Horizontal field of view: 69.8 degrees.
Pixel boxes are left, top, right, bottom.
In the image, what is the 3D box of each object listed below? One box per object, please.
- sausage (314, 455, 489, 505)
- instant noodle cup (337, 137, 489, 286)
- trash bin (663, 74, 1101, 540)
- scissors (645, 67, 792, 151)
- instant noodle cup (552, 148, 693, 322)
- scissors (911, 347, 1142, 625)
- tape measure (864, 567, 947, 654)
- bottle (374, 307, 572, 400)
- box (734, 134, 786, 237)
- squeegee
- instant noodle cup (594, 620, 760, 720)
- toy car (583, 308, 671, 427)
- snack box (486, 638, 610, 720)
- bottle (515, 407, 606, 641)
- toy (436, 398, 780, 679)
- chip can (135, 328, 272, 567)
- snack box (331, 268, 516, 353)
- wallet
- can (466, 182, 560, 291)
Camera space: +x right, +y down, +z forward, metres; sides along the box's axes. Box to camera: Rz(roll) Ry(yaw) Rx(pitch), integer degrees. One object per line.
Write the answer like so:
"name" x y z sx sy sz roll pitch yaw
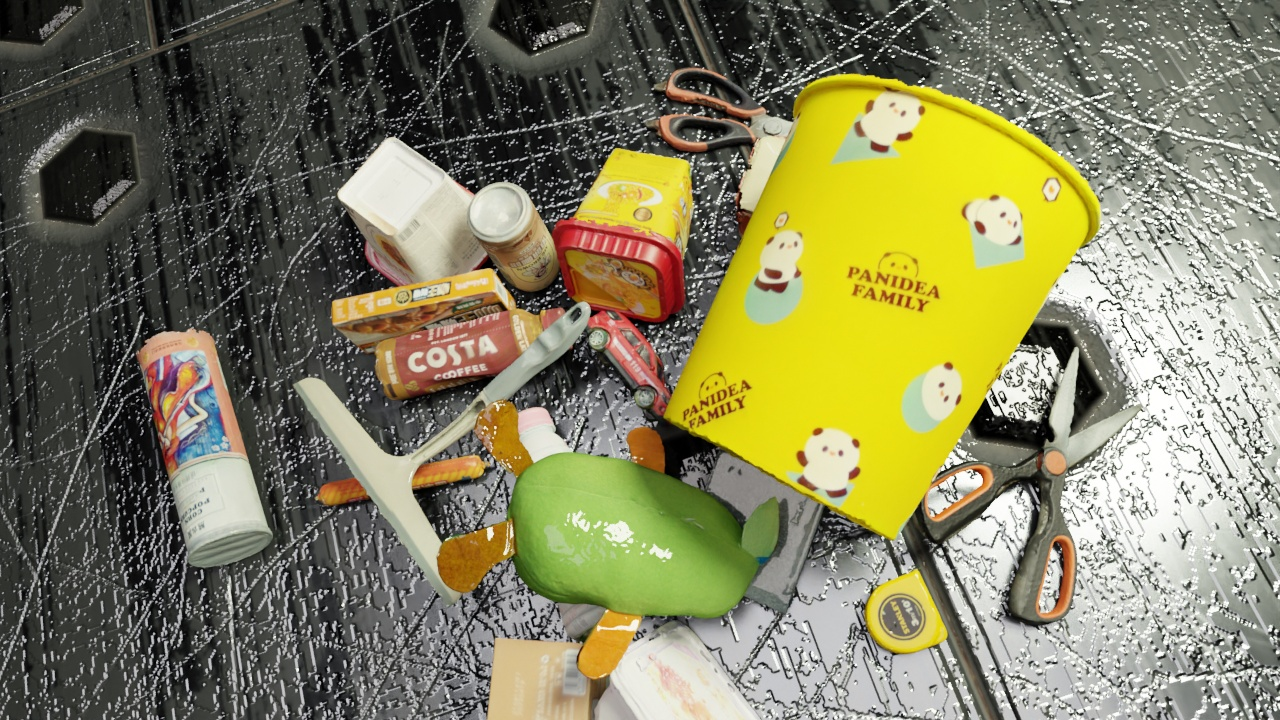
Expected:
"sausage" -0.216 0.108 0.827 0.165 0.021 0.021 -11 70 6
"instant noodle cup" -0.207 -0.132 0.854 0.116 0.124 0.116 36 80 19
"trash bin" 0.156 -0.028 0.655 0.230 0.229 0.255 27 87 17
"scissors" 0.108 -0.217 0.890 0.194 0.015 0.206 -25 69 -1
"instant noodle cup" -0.005 -0.117 0.828 0.116 0.116 0.123 13 62 13
"scissors" 0.315 0.103 0.729 0.220 0.022 0.224 -9 82 -12
"tape measure" 0.205 0.201 0.721 0.057 0.029 0.060 -22 69 0
"bottle" -0.150 -0.010 0.838 0.175 0.057 0.057 -13 69 5
"box" 0.174 -0.142 0.818 0.168 0.079 0.091 17 76 14
"squeegee" -0.136 0.035 0.791 0.246 0.039 0.246 -41 72 -1
"instant noodle cup" 0.039 0.287 0.672 0.060 0.137 0.173 -43 72 18
"toy car" -0.005 0.005 0.811 0.045 0.053 0.120 -36 70 -1
"snack box" -0.068 0.266 0.709 0.077 0.094 0.092 0 71 10
"bottle" -0.063 0.132 0.772 0.068 0.068 0.196 -26 65 0
"toy" -0.021 0.130 0.689 0.246 0.090 0.226 18 50 -7
"chip can" -0.403 0.077 0.844 0.071 0.071 0.214 -26 68 0
"snack box" -0.198 -0.045 0.849 0.154 0.075 0.026 -12 68 5
"wallet" 0.094 0.131 0.746 0.097 0.019 0.121 20 88 15
"can" -0.113 -0.110 0.835 0.058 0.116 0.058 -3 71 9
